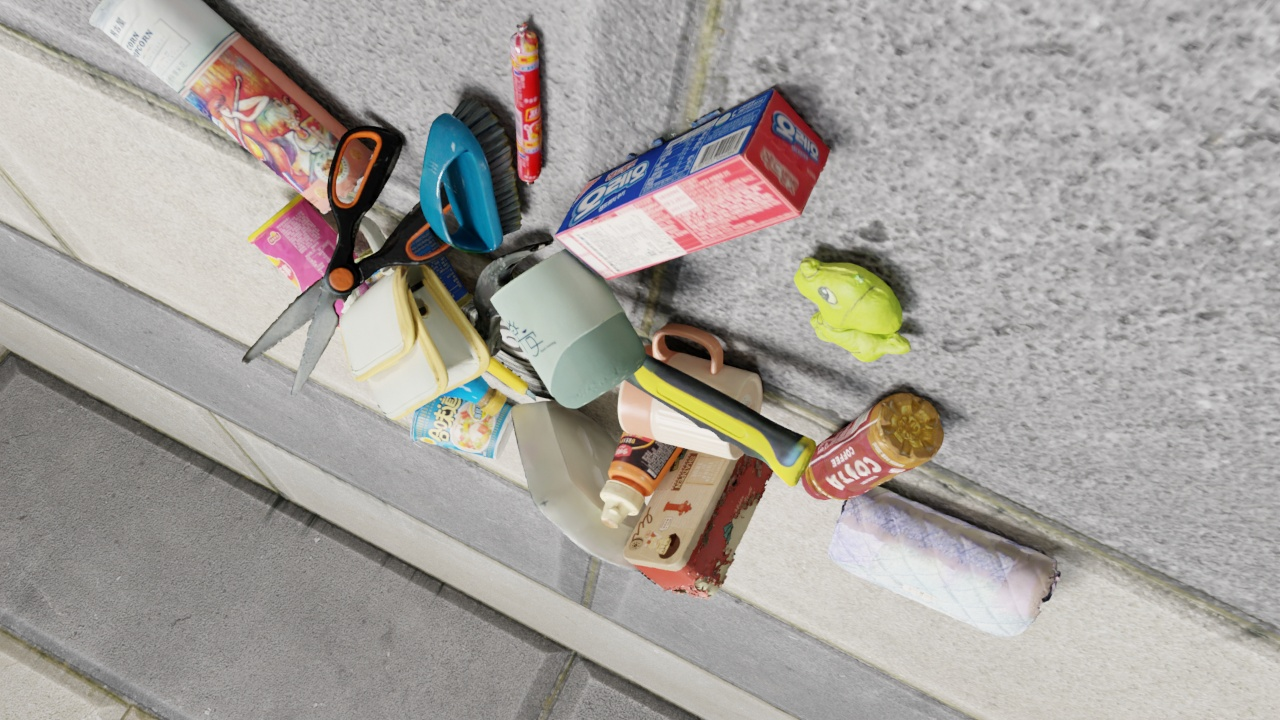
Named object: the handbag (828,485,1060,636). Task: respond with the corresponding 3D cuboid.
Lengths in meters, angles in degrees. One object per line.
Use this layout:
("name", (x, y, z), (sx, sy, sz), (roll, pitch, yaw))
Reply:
("handbag", (0.278, 0.190, 0.867), (0.194, 0.075, 0.134), (20, 153, 17))

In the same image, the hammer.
("hammer", (-0.005, 0.004, 0.761), (0.323, 0.031, 0.126), (28, 124, 18))

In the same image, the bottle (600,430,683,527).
("bottle", (0.003, 0.094, 0.883), (0.067, 0.149, 0.067), (24, 154, 12))

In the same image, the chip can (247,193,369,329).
("chip can", (-0.302, -0.069, 0.949), (0.072, 0.071, 0.210), (-9, 127, 53))

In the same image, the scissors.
("scissors", (-0.239, -0.088, 0.743), (0.198, 0.226, 0.022), (68, 164, -12))

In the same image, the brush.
("brush", (-0.133, -0.129, 0.697), (0.055, 0.073, 0.144), (39, 159, 18))

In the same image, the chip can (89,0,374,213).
("chip can", (-0.317, -0.214, 0.733), (0.214, 0.071, 0.071), (42, 152, -27))

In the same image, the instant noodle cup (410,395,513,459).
("instant noodle cup", (-0.218, 0.075, 1.153), (0.110, 0.099, 0.099), (20, 154, 2))

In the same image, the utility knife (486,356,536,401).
("utility knife", (-0.173, -0.007, 0.980), (0.167, 0.015, 0.033), (39, 160, -19))

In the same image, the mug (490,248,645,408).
("mug", (-0.060, -0.021, 0.716), (0.106, 0.082, 0.112), (57, 146, -4))

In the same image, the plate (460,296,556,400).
("plate", (-0.135, -0.018, 0.968), (0.179, 0.024, 0.180), (25, 154, 13))

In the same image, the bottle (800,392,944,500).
("bottle", (0.187, 0.080, 0.776), (0.057, 0.057, 0.175), (30, 155, -1))

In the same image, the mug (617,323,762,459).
("mug", (0.045, 0.024, 0.807), (0.106, 0.081, 0.115), (14, 122, 25))

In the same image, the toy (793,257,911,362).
("toy", (0.148, -0.035, 0.634), (0.097, 0.031, 0.100), (27, 159, 6))

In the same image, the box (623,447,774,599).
("box", (0.067, 0.143, 0.885), (0.077, 0.168, 0.091), (44, 151, -28))

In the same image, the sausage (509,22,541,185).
("sausage", (-0.077, -0.169, 0.628), (0.020, 0.020, 0.156), (25, 155, 8))

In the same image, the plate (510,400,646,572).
("plate", (-0.055, 0.119, 0.975), (0.162, 0.034, 0.265), (32, -166, -27))

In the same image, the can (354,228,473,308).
("can", (-0.220, -0.078, 0.882), (0.102, 0.057, 0.083), (-5, 120, 49))

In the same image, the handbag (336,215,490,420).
("handbag", (-0.232, -0.039, 0.835), (0.164, 0.063, 0.179), (-22, 101, 52))

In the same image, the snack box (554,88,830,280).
("snack box", (0.024, -0.107, 0.599), (0.058, 0.057, 0.208), (39, 153, -25))

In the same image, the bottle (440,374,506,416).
("bottle", (-0.249, -0.008, 1.052), (0.218, 0.065, 0.065), (39, 153, -19))
